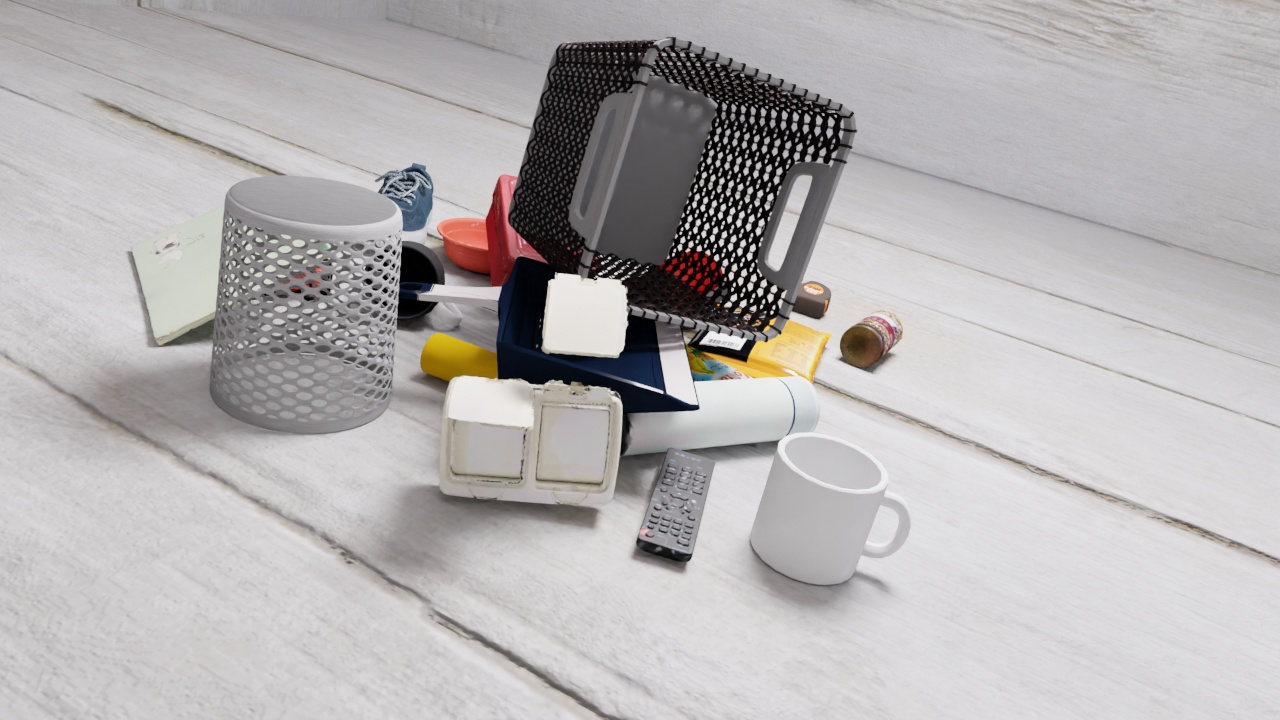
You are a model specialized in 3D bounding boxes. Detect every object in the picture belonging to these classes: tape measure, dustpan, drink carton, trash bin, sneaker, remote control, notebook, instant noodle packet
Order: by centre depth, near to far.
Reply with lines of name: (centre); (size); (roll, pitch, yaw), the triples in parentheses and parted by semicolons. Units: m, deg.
remote control: (0.031, 0.123, 0.782); (0.047, 0.022, 0.150); (16, 25, 6)
trash bin: (-0.290, -0.054, 0.805); (0.156, 0.184, 0.156); (11, 23, -5)
dustpan: (-0.090, -0.037, 0.871); (0.273, 0.080, 0.236); (-2, 25, -2)
notebook: (-0.440, -0.115, 0.972); (0.181, 0.010, 0.252); (-30, 39, -15)
drink carton: (0.075, 0.019, 1.013); (0.129, 0.039, 0.044); (28, 28, 32)
instant noodle packet: (0.150, -0.021, 1.150); (0.160, 0.032, 0.220); (16, 23, 12)
sneaker: (-0.332, -0.218, 1.273); (0.089, 0.087, 0.235); (10, 23, -7)
tape measure: (0.250, -0.089, 1.355); (0.058, 0.038, 0.058); (20, 38, 17)

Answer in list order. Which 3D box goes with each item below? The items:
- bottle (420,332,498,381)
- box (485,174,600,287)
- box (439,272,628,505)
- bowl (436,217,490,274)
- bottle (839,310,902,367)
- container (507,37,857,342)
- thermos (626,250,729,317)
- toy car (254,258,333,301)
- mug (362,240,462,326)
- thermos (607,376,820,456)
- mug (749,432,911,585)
bottle: (-0.144, 0.015, 0.902); (0.144, 0.043, 0.043); (19, 24, 14)
box: (-0.125, -0.147, 1.156); (0.128, 0.088, 0.157); (11, 48, -26)
box: (-0.080, 0.029, 0.696); (0.143, 0.187, 0.105); (3, 9, -8)
bowl: (-0.211, -0.150, 1.236); (0.130, 0.045, 0.130); (11, 24, -5)
bottle: (0.309, -0.030, 1.226); (0.056, 0.056, 0.105); (24, 25, 23)
container: (0.024, -0.189, 0.961); (0.245, 0.247, 0.244); (10, 15, -32)
thermos: (0.049, -0.084, 1.167); (0.108, 0.084, 0.198); (6, 20, 30)
toy car: (-0.393, -0.097, 1.016); (0.100, 0.051, 0.048); (2, 29, -24)
mug: (-0.250, -0.084, 1.042); (0.119, 0.085, 0.100); (40, 6, -12)
thermos: (0.071, 0.052, 0.903); (0.229, 0.068, 0.068); (-3, 28, -31)
mug: (0.160, 0.125, 0.754); (0.121, 0.090, 0.090); (16, 24, 7)
